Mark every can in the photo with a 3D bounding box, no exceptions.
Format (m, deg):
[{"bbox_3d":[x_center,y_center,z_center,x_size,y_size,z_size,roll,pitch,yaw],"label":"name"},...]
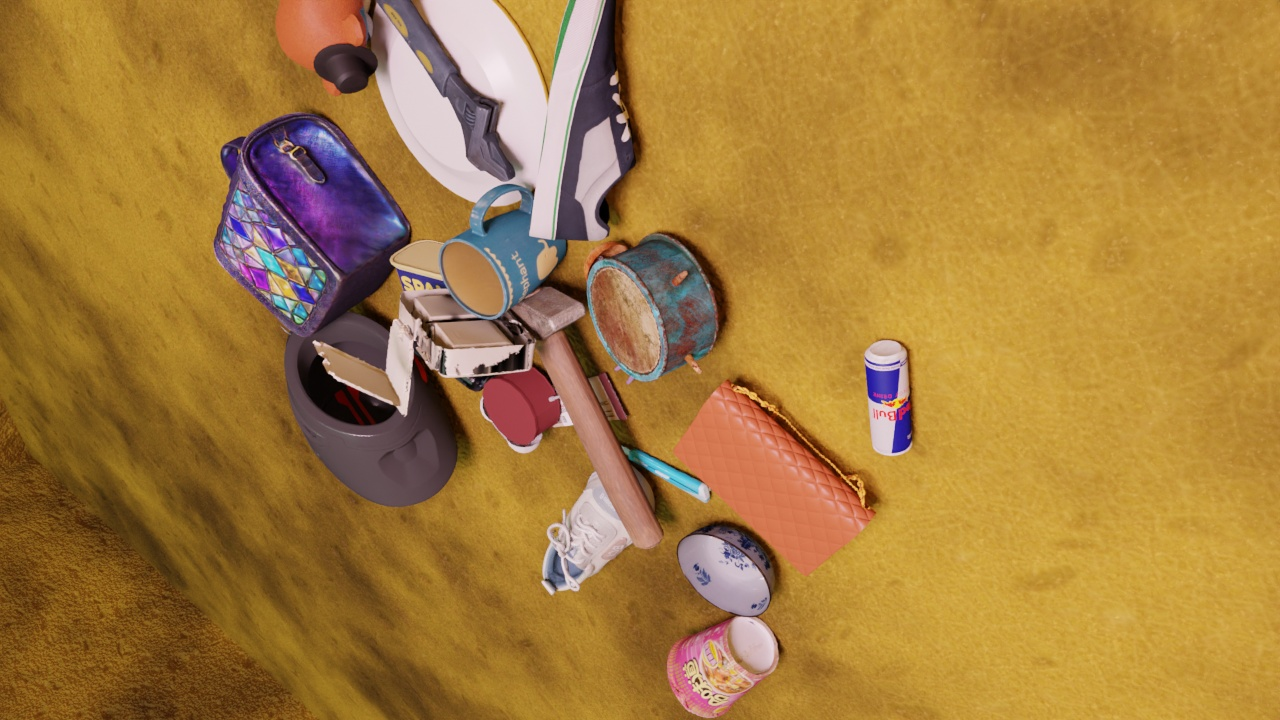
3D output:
[{"bbox_3d":[0.199,0.030,0.737,0.032,0.032,0.095,12,129,36],"label":"can"},{"bbox_3d":[-0.211,-0.073,1.011,0.116,0.056,0.092,16,132,33],"label":"can"}]

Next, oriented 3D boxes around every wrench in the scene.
[{"bbox_3d":[-0.191,-0.278,0.814,0.273,0.022,0.074,55,147,-10],"label":"wrench"}]

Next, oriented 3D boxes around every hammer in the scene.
[{"bbox_3d":[-0.047,0.065,0.934,0.158,0.037,0.301,12,130,64],"label":"hammer"}]

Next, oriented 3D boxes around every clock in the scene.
[{"bbox_3d":[0.003,-0.052,0.821,0.158,0.073,0.121,24,132,49],"label":"clock"},{"bbox_3d":[-0.138,0.054,1.036,0.087,0.044,0.125,47,140,9],"label":"clock"}]

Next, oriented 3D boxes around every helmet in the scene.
[{"bbox_3d":[-0.339,0.071,1.161,0.264,0.164,0.170,48,157,16],"label":"helmet"}]

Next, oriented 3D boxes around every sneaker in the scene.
[{"bbox_3d":[-0.036,-0.202,0.741,0.079,0.084,0.236,8,127,-7],"label":"sneaker"},{"bbox_3d":[-0.059,0.208,1.075,0.089,0.090,0.243,42,140,9],"label":"sneaker"}]

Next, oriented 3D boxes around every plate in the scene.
[{"bbox_3d":[-0.177,-0.248,0.862,0.230,0.021,0.230,24,135,26],"label":"plate"}]

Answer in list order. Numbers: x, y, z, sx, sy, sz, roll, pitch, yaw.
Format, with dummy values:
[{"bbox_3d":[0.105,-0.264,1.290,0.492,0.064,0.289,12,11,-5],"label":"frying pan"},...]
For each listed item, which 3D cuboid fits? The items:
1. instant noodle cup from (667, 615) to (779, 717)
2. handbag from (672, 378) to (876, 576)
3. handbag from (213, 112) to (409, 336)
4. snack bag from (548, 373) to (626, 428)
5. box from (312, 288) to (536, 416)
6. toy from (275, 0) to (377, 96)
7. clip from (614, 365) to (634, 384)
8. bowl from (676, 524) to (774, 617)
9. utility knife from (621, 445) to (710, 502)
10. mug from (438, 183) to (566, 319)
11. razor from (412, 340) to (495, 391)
[{"bbox_3d":[0.099,0.342,1.046,0.097,0.097,0.109,45,133,4],"label":"instant noodle cup"},{"bbox_3d":[0.125,0.101,0.840,0.172,0.060,0.109,43,146,11],"label":"handbag"},{"bbox_3d":[-0.396,-0.161,1.053,0.222,0.125,0.205,48,141,-4],"label":"handbag"},{"bbox_3d":[-0.077,0.047,1.019,0.158,0.013,0.057,-12,109,48],"label":"snack bag"},{"bbox_3d":[-0.215,0.008,0.877,0.143,0.192,0.106,42,130,52],"label":"box"},{"bbox_3d":[-0.300,-0.328,0.852,0.112,0.096,0.176,-33,68,51],"label":"toy"},{"bbox_3d":[-0.007,0.003,0.921,0.035,0.013,0.052,45,138,2],"label":"clip"},{"bbox_3d":[0.098,0.213,0.970,0.114,0.045,0.114,24,135,26],"label":"bowl"},{"bbox_3d":[0.011,0.113,0.993,0.151,0.015,0.022,24,136,31],"label":"utility knife"},{"bbox_3d":[-0.125,-0.111,0.863,0.084,0.104,0.112,22,132,29],"label":"mug"},{"bbox_3d":[-0.226,-0.004,1.093,0.151,0.053,0.067,18,149,40],"label":"razor"}]
